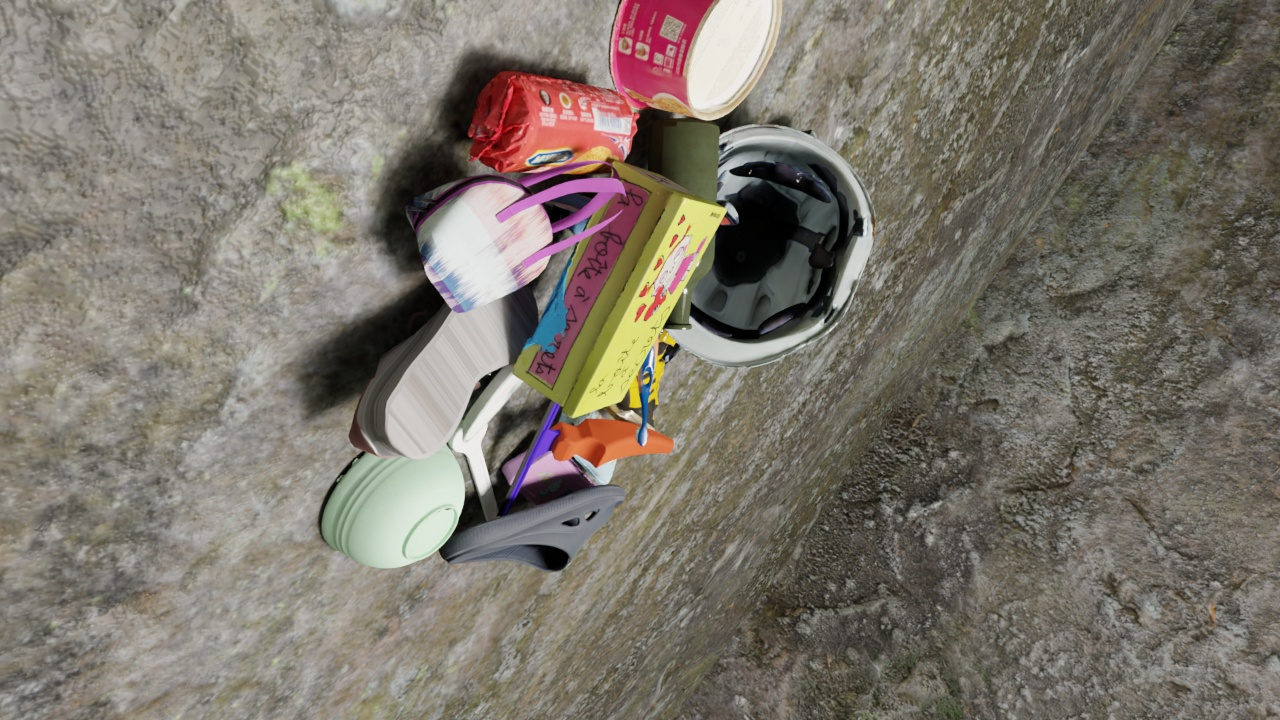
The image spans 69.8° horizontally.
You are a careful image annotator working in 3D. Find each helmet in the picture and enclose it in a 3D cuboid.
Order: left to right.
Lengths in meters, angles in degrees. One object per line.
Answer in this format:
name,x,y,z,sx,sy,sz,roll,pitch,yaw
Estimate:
helmet,0.127,-0.127,1.041,0.163,0.236,0.264,-62,177,-81

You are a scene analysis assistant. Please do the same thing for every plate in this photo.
plate,-0.132,0.019,0.927,0.157,0.014,0.157,-51,-179,0

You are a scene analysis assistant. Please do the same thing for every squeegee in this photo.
squeegee,-0.046,0.094,1.059,0.184,0.055,0.250,5,133,-27

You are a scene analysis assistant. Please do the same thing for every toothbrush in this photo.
toothbrush,0.006,0.028,1.017,0.021,0.017,0.135,4,92,-28

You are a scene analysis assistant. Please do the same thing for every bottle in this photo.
bottle,0.041,-0.135,0.927,0.071,0.072,0.207,-9,103,-57

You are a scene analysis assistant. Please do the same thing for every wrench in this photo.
wrench,-0.183,0.147,1.070,0.047,0.009,0.274,-41,152,-26

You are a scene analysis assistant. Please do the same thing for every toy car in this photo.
toy car,-0.040,-0.136,0.903,0.054,0.056,0.153,-68,160,-3

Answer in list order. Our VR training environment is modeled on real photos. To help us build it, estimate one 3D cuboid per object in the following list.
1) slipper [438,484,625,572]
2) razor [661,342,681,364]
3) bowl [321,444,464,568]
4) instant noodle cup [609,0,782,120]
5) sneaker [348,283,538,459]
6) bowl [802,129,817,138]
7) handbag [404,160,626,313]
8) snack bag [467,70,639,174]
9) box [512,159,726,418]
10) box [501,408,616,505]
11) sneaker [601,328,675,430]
slipper,-0.112,0.213,1.100,0.267,0.083,0.111,-10,163,-45
razor,0.049,-0.027,1.192,0.140,0.064,0.053,-42,151,-29
bowl,-0.231,0.149,0.911,0.150,0.077,0.151,-41,153,-27
instant noodle cup,0.060,-0.301,0.848,0.178,0.078,0.179,-40,152,-28
sneaker,-0.180,-0.001,0.820,0.099,0.090,0.235,64,38,-27
bowl,0.176,-0.240,1.146,0.110,0.055,0.111,-51,155,-35
handbag,-0.093,-0.112,0.744,0.170,0.068,0.145,-22,152,0
snack bag,-0.072,-0.196,0.759,0.176,0.082,0.082,-14,134,-56
box,-0.019,-0.063,0.844,0.221,0.082,0.124,-63,162,13
box,-0.088,0.128,1.176,0.149,0.051,0.214,-53,155,-11
sneaker,-0.007,0.007,1.106,0.122,0.086,0.238,-46,151,-8
